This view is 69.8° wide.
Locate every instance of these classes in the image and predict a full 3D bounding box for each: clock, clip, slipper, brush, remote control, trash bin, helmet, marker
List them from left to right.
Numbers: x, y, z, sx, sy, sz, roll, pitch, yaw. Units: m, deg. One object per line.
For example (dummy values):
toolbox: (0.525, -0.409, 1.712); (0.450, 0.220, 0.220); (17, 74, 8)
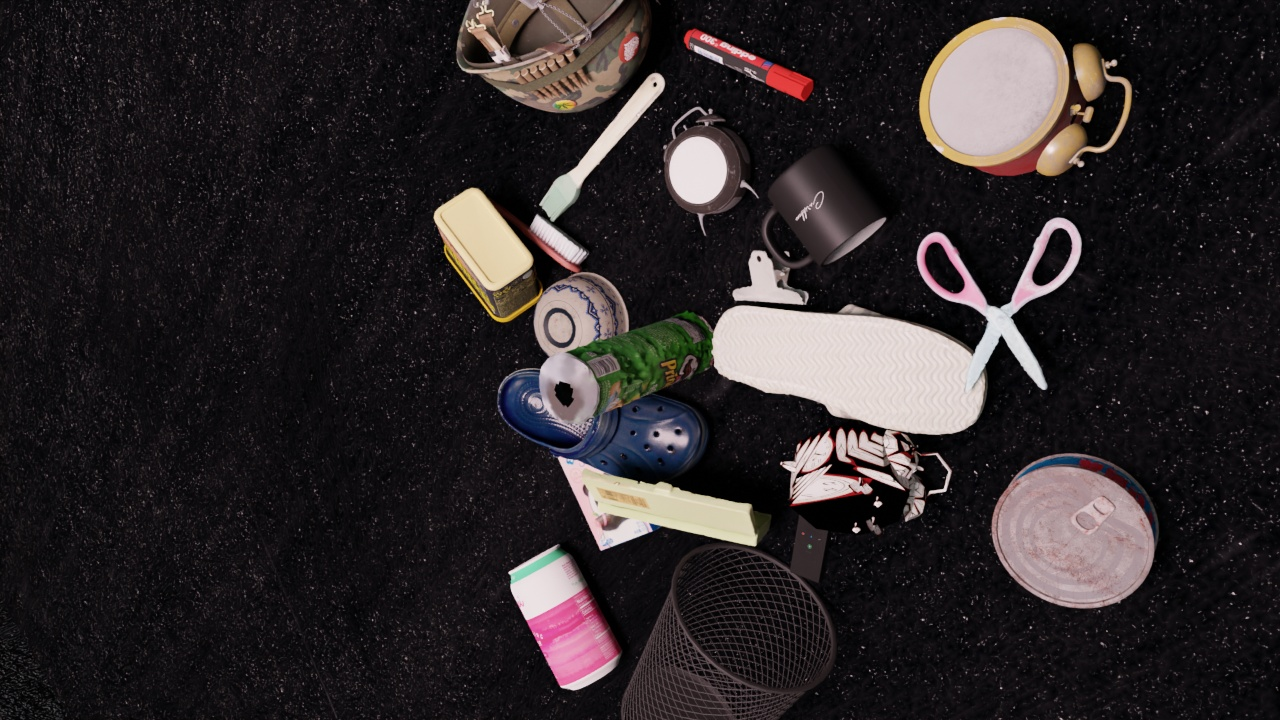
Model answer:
brush: (-0.129, -0.162, 1.098); (0.172, 0.041, 0.030); (38, 102, 23)
helmet: (-0.093, -0.355, 0.905); (0.225, 0.236, 0.192); (-12, 61, 45)
slipper: (-0.052, 0.075, 1.036); (0.253, 0.095, 0.105); (15, 92, 15)
brush: (-0.044, -0.239, 1.035); (0.218, 0.012, 0.033); (-43, 77, 32)
clock: (0.065, -0.202, 0.950); (0.091, 0.043, 0.123); (-32, 83, 35)
trash bin: (0.081, 0.338, 0.998); (0.184, 0.183, 0.211); (39, 125, 20)
marker: (0.105, -0.296, 0.913); (0.145, 0.023, 0.021); (33, 125, 23)
clip: (0.134, -0.086, 0.936); (0.102, 0.040, 0.054); (10, 104, 53)
remote control: (0.188, 0.164, 0.976); (0.034, 0.013, 0.150); (17, 110, 30)
slipper: (0.200, 0.003, 0.904); (0.273, 0.053, 0.114); (15, 106, 26)
clock: (0.220, 0.121, 0.885); (0.155, 0.064, 0.115); (-9, 132, 20)
clock: (0.318, -0.209, 0.754); (0.159, 0.081, 0.117); (21, 102, 38)

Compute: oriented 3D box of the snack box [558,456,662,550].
snack box: (-0.041, 0.145, 1.113); (0.088, 0.033, 0.154); (-28, 85, 34)

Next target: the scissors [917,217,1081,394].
scissors: (0.326, -0.058, 0.807); (0.168, 0.014, 0.170); (-34, 74, 21)

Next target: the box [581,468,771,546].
box: (0.039, 0.159, 0.989); (0.188, 0.140, 0.048); (10, 76, 18)

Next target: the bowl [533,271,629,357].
bowl: (-0.077, -0.043, 1.075); (0.116, 0.059, 0.115); (9, 106, 32)

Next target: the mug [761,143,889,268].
mug: (0.166, -0.137, 0.878); (0.114, 0.078, 0.088); (-42, 77, 37)

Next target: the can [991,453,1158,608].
can: (0.387, 0.151, 0.820); (0.130, 0.044, 0.130); (9, 106, 32)

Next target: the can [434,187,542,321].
can: (-0.180, -0.125, 1.086); (0.131, 0.072, 0.101); (52, 168, 13)

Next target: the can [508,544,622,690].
can: (-0.096, 0.324, 1.160); (0.088, 0.088, 0.166); (-33, 82, 35)

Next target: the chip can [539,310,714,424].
chip can: (-0.007, 0.005, 0.939); (0.075, 0.222, 0.075); (11, 109, 34)
